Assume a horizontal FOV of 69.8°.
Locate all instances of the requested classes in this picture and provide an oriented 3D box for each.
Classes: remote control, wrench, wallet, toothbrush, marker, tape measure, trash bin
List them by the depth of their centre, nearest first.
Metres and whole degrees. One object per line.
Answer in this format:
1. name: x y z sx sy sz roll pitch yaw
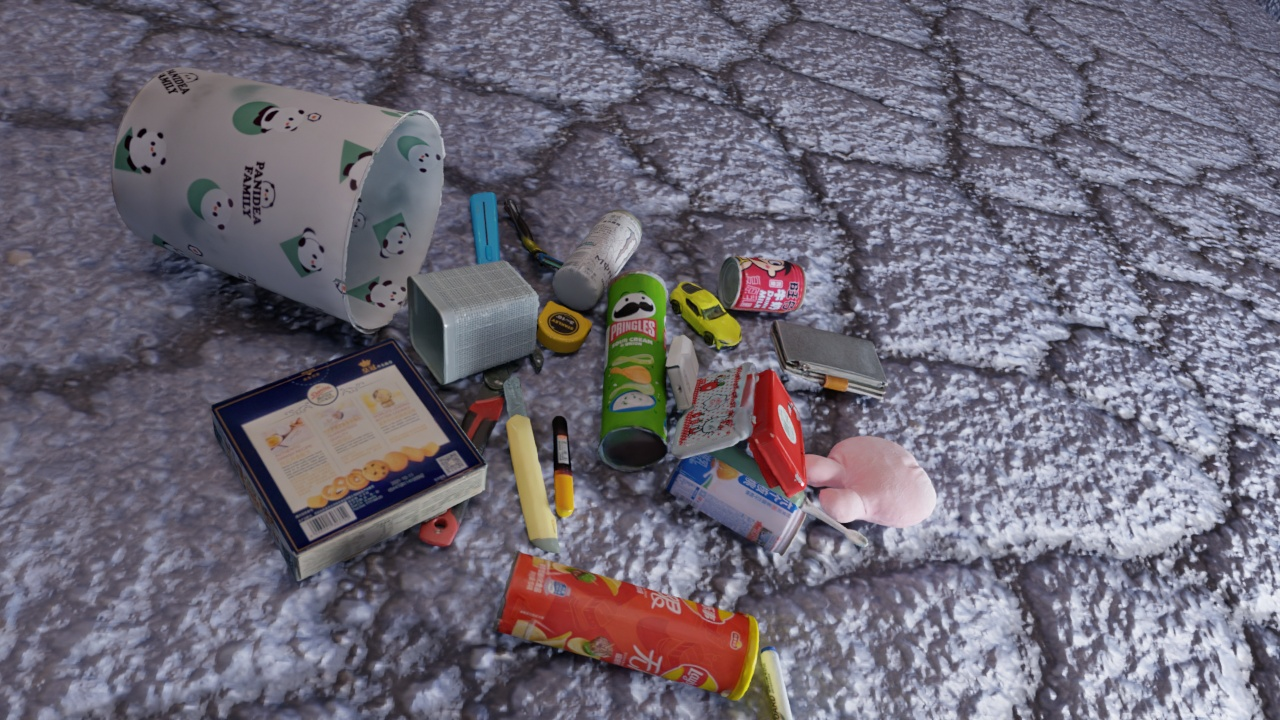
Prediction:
1. marker: 0.123 0.313 0.777 0.017 0.017 0.145 5 47 -16
2. wrench: -0.158 0.072 0.906 0.056 0.016 0.272 20 44 -1
3. marker: -0.078 0.103 0.907 0.018 0.015 0.123 8 43 -16
4. trash bin: -0.360 -0.171 0.929 0.252 0.230 0.228 17 44 4
5. toothbrush: 0.137 0.128 0.952 0.224 0.027 0.026 32 81 12
6. remote control: 0.045 0.010 0.982 0.024 0.049 0.124 -14 15 11
7. tape measure: -0.089 -0.033 1.022 0.060 0.029 0.057 24 43 3
8. wallet: 0.224 0.001 1.099 0.129 0.037 0.106 13 34 -10

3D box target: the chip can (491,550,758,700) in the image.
1. chip can: -0.012 0.222 0.776 0.216 0.073 0.073 17 44 -3

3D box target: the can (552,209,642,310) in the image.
1. can: -0.049 -0.122 1.100 0.058 0.058 0.146 27 44 6

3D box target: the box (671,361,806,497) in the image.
1. box: 0.102 0.072 0.941 0.110 0.100 0.201 58 16 -11

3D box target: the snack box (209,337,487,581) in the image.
1. snack box: -0.261 0.080 0.826 0.177 0.046 0.182 -24 57 -31

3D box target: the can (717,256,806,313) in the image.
1. can: 0.151 -0.093 1.140 0.093 0.067 0.066 3 47 -18

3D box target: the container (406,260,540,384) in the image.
1. container: -0.171 -0.045 0.948 0.111 0.090 0.090 -18 45 -30

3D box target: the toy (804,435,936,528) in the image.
1. toy: 0.235 0.127 0.965 0.159 0.054 0.121 -1 39 -29

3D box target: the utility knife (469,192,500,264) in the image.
1. utility knife: -0.178 -0.119 1.081 0.034 0.018 0.234 3 49 -19

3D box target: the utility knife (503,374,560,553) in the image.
1. utility knife: -0.109 0.095 0.890 0.031 0.021 0.201 -1 59 -24

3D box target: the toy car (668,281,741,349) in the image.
1. toy car: 0.081 -0.056 1.104 0.048 0.032 0.105 -25 62 -37

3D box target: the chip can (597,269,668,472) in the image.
1. chip can: -0.006 0.006 0.985 0.072 0.072 0.235 11 46 -10

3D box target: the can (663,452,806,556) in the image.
1. can: 0.093 0.138 0.907 0.134 0.053 0.053 30 45 9

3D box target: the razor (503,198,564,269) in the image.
1. razor: -0.138 -0.153 1.123 0.042 0.022 0.142 21 27 -51
